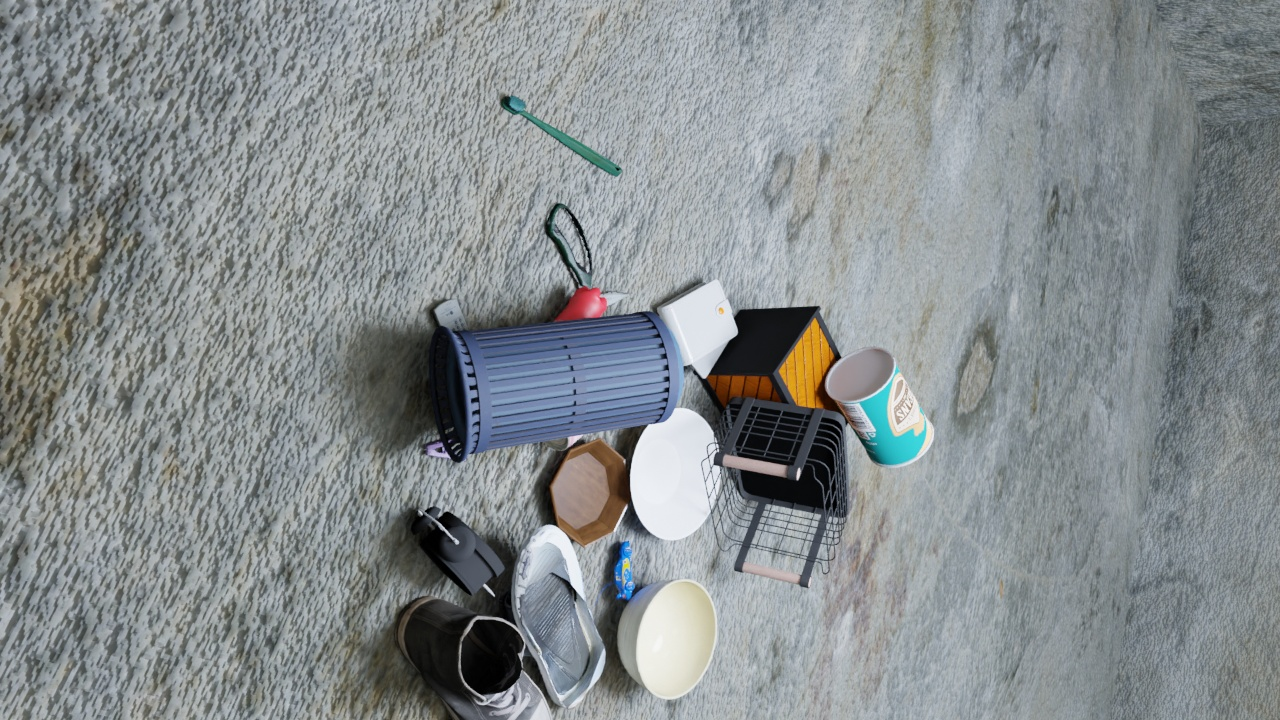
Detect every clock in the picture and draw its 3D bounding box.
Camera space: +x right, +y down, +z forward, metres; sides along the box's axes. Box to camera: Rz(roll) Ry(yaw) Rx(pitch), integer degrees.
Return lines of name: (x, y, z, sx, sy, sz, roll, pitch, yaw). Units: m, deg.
clock: (-0.196, 0.197, 0.965, 0.042, 0.091, 0.121, -45, 134, -23)

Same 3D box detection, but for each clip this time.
clip: (-0.212, 0.099, 1.002, 0.050, 0.013, 0.029, -2, 91, -42)

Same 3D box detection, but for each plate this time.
plate: (0.037, 0.150, 1.229, 0.173, 0.036, 0.174, 0, 91, -44)
plate: (-0.067, 0.162, 1.134, 0.131, 0.025, 0.131, 0, 91, -44)

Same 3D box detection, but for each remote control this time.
remote control: (-0.194, -0.002, 1.016, 0.033, 0.013, 0.136, -35, 114, -39)

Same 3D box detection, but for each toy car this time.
toy car: (-0.040, 0.278, 1.168, 0.062, 0.033, 0.092, -2, 71, -5)

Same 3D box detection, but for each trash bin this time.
trash bin: (-0.086, 0.020, 0.985, 0.249, 0.139, 0.139, -7, 96, -26)
trash bin: (0.200, 0.035, 1.315, 0.139, 0.140, 0.172, -51, 123, -31)

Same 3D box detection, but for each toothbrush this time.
toothbrush: (-0.090, -0.271, 1.113, 0.189, 0.017, 0.016, 24, 74, -42)

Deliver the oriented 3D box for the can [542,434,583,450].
can: (-0.085, 0.059, 1.088, 0.076, 0.067, 0.067, -40, 117, -36)

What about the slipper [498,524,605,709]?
slipper: (-0.109, 0.302, 1.073, 0.111, 0.063, 0.264, -46, 133, -36)

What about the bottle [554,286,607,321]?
bottle: (-0.089, -0.028, 1.081, 0.042, 0.042, 0.141, 50, 60, -32)

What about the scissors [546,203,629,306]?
scissors: (-0.094, -0.088, 1.115, 0.201, 0.015, 0.206, -25, 106, -41)

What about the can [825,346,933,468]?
can: (0.333, 0.066, 1.275, 0.144, 0.099, 0.099, 52, 57, -32)

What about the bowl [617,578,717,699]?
bowl: (0.023, 0.354, 1.191, 0.150, 0.075, 0.150, 0, 90, -44)

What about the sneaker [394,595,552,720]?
sneaker: (-0.151, 0.348, 0.981, 0.095, 0.120, 0.235, -45, 116, -35)

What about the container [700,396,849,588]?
container: (0.184, 0.175, 1.236, 0.242, 0.163, 0.130, 76, 32, -41)

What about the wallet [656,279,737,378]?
wallet: (0.086, -0.041, 1.269, 0.118, 0.038, 0.115, -31, 104, -39)
